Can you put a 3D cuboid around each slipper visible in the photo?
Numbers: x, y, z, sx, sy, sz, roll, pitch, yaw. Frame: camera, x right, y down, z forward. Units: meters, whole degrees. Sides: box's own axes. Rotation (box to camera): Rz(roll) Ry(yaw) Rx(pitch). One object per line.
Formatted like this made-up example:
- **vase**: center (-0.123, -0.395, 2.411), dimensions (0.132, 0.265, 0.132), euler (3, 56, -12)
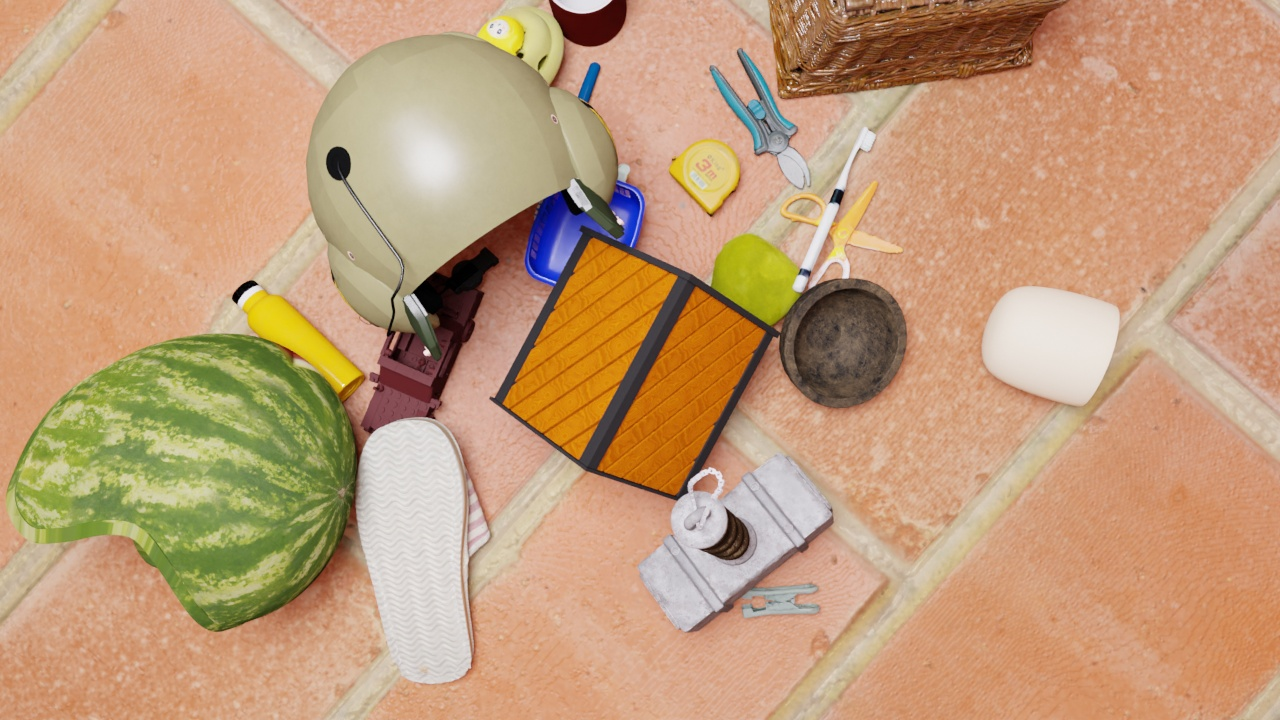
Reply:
- **slipper**: center (-0.153, -0.259, 0.867), dimensions (0.092, 0.081, 0.190), euler (34, 93, 26)
- **slipper**: center (-0.203, 0.180, 0.879), dimensions (0.115, 0.052, 0.263), euler (-3, 101, 3)

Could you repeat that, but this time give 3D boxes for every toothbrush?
- **toothbrush**: center (-0.071, -0.214, 0.903), dimensions (0.014, 0.014, 0.167), euler (18, 89, 11)
- **toothbrush**: center (-0.076, -0.209, 0.887), dimensions (0.155, 0.015, 0.022), euler (30, 122, 15)
- **toothbrush**: center (0.185, -0.144, 0.870), dimensions (0.017, 0.012, 0.186), euler (26, 74, 0)

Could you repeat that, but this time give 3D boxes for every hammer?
- **hammer**: center (0.064, 0.140, 0.738), dimensions (0.177, 0.326, 0.079), euler (-39, 70, 0)

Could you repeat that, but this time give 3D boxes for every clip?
- **clip**: center (0.134, 0.231, 0.883), dimensions (0.076, 0.023, 0.044), euler (-5, 90, 4)

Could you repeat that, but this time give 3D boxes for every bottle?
- **bottle**: center (-0.335, -0.020, 0.893), dimensions (0.143, 0.043, 0.043), euler (43, 90, 2)

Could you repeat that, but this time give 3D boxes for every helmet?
- **helmet**: center (-0.151, -0.147, 0.750), dimensions (0.250, 0.255, 0.233), euler (-34, 92, -1)
- **helmet**: center (-0.369, 0.096, 0.803), dimensions (0.247, 0.213, 0.242), euler (16, 72, 13)

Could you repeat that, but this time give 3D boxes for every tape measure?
- **tape measure**: center (0.066, -0.184, 0.889), dimensions (0.059, 0.030, 0.068), euler (-44, 90, 0)

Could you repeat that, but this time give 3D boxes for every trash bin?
- **trash bin**: center (-0.005, 0.005, 0.801), dimensions (0.140, 0.139, 0.172), euler (30, 93, 42)

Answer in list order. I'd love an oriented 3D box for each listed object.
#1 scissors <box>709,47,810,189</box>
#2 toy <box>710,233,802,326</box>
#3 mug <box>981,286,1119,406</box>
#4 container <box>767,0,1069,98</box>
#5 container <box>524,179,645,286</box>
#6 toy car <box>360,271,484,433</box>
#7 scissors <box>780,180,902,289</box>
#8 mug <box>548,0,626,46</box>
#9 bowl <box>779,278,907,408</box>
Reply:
- **scissors**: center (0.115, -0.234, 0.895), dimensions (0.146, 0.019, 0.133), euler (11, 91, 1)
- **toy**: center (0.099, -0.062, 0.875), dimensions (0.090, 0.051, 0.110), euler (37, 91, 4)
- **mug**: center (0.373, -0.026, 0.849), dimensions (0.100, 0.096, 0.119), euler (18, 51, 13)
- **container**: center (0.247, -0.346, 0.809), dimensions (0.250, 0.183, 0.162), euler (-7, 90, 2)
- **container**: center (-0.051, -0.118, 0.878), dimensions (0.096, 0.058, 0.114), euler (22, 89, 2)
- **toy car**: center (-0.212, 0.000, 0.879), dimensions (0.070, 0.062, 0.170), euler (23, 90, 2)
- **scissors**: center (0.193, -0.119, 0.893), dimensions (0.125, 0.011, 0.131), euler (16, 91, 4)
- **mug**: center (-0.038, -0.358, 0.870), dimensions (0.106, 0.082, 0.073), euler (-35, 88, 1)
- **bowl**: center (0.182, -0.021, 0.865), dimensions (0.121, 0.056, 0.121), euler (-3, 104, -13)
